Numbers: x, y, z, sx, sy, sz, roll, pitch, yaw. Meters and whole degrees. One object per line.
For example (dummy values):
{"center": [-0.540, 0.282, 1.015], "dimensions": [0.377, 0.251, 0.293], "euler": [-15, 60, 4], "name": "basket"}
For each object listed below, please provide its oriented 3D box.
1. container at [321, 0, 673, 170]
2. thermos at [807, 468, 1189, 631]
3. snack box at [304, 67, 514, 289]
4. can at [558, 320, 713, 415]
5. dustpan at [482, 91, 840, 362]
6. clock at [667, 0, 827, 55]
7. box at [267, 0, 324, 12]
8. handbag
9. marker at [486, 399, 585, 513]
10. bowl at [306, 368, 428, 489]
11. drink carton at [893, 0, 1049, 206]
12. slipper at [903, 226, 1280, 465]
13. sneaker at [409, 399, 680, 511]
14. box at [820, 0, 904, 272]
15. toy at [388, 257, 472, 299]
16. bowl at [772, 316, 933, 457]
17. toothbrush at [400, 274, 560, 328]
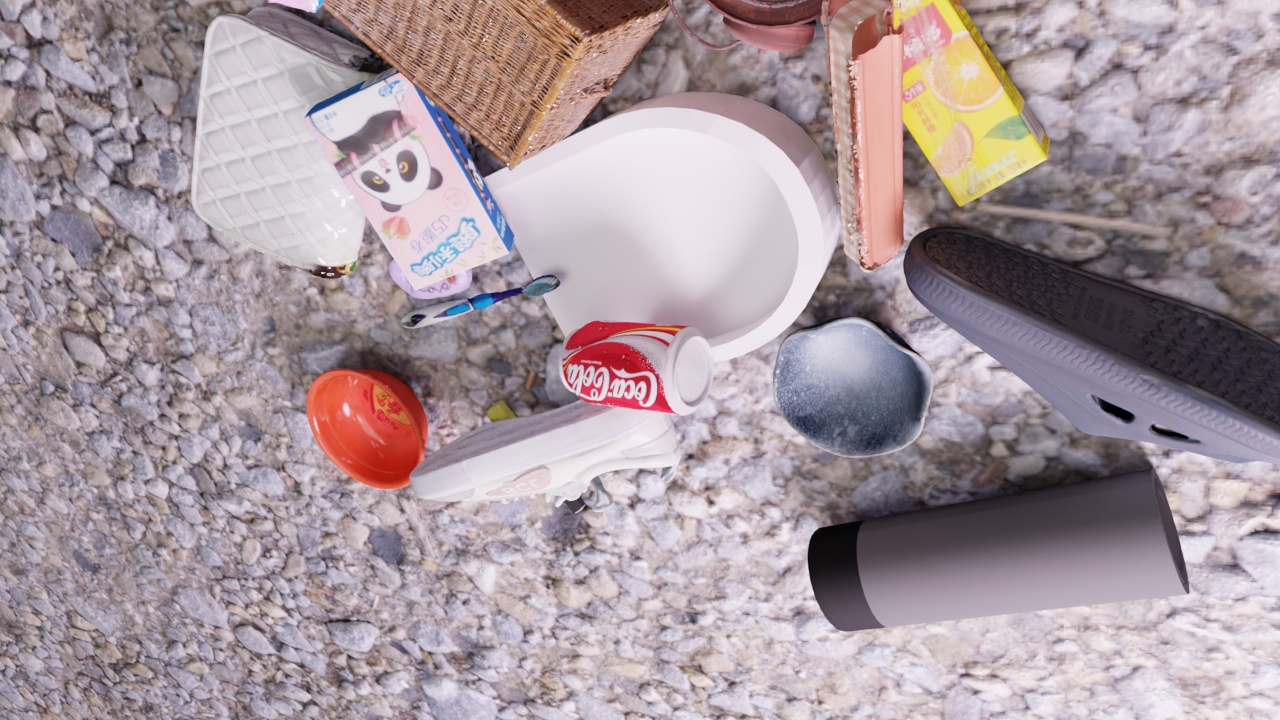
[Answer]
{"center": [-0.098, -0.234, 0.589], "dimensions": [0.198, 0.113, 0.113], "euler": [42, 132, 1], "name": "container"}
{"center": [0.248, 0.142, 0.660], "dimensions": [0.241, 0.082, 0.082], "euler": [-18, 109, 32], "name": "thermos"}
{"center": [-0.168, -0.134, 0.684], "dimensions": [0.088, 0.033, 0.154], "euler": [-19, 120, 15], "name": "snack box"}
{"center": [-0.004, 0.004, 0.676], "dimensions": [0.105, 0.064, 0.064], "euler": [6, 120, 35], "name": "can"}
{"center": [0.012, -0.082, 0.661], "dimensions": [0.258, 0.053, 0.191], "euler": [-17, 109, 32], "name": "dustpan"}
{"center": [0.074, -0.246, 0.525], "dimensions": [0.120, 0.072, 0.158], "euler": [46, 126, -5], "name": "clock"}
{"center": [-0.209, -0.333, 0.549], "dimensions": [0.160, 0.035, 0.230], "euler": [-61, 42, 35], "name": "box"}
{"center": [-0.274, -0.174, 0.734], "dimensions": [0.139, 0.072, 0.195], "euler": [26, 126, -1], "name": "handbag"}
{"center": [-0.095, 0.089, 0.833], "dimensions": [0.021, 0.017, 0.124], "euler": [-30, 103, 35], "name": "marker"}
{"center": [-0.250, 0.057, 0.870], "dimensions": [0.131, 0.045, 0.131], "euler": [12, 122, 19], "name": "bowl"}
{"center": [0.179, -0.164, 0.541], "dimensions": [0.059, 0.042, 0.134], "euler": [-30, 102, 36], "name": "drink carton"}
{"center": [0.278, 0.007, 0.555], "dimensions": [0.268, 0.110, 0.083], "euler": [26, 129, 14], "name": "slipper"}
{"center": [-0.080, 0.092, 0.769], "dimensions": [0.243, 0.089, 0.091], "euler": [-18, 106, 18], "name": "sneaker"}
{"center": [0.133, -0.139, 0.540], "dimensions": [0.056, 0.063, 0.188], "euler": [-24, 141, -6], "name": "box"}
{"center": [-0.182, -0.096, 0.756], "dimensions": [0.080, 0.036, 0.100], "euler": [-11, 114, 29], "name": "toy"}
{"center": [0.151, 0.011, 0.647], "dimensions": [0.110, 0.055, 0.110], "euler": [11, 121, 19], "name": "bowl"}
{"center": [-0.141, -0.046, 0.768], "dimensions": [0.189, 0.017, 0.016], "euler": [-11, 112, 36], "name": "toothbrush"}
